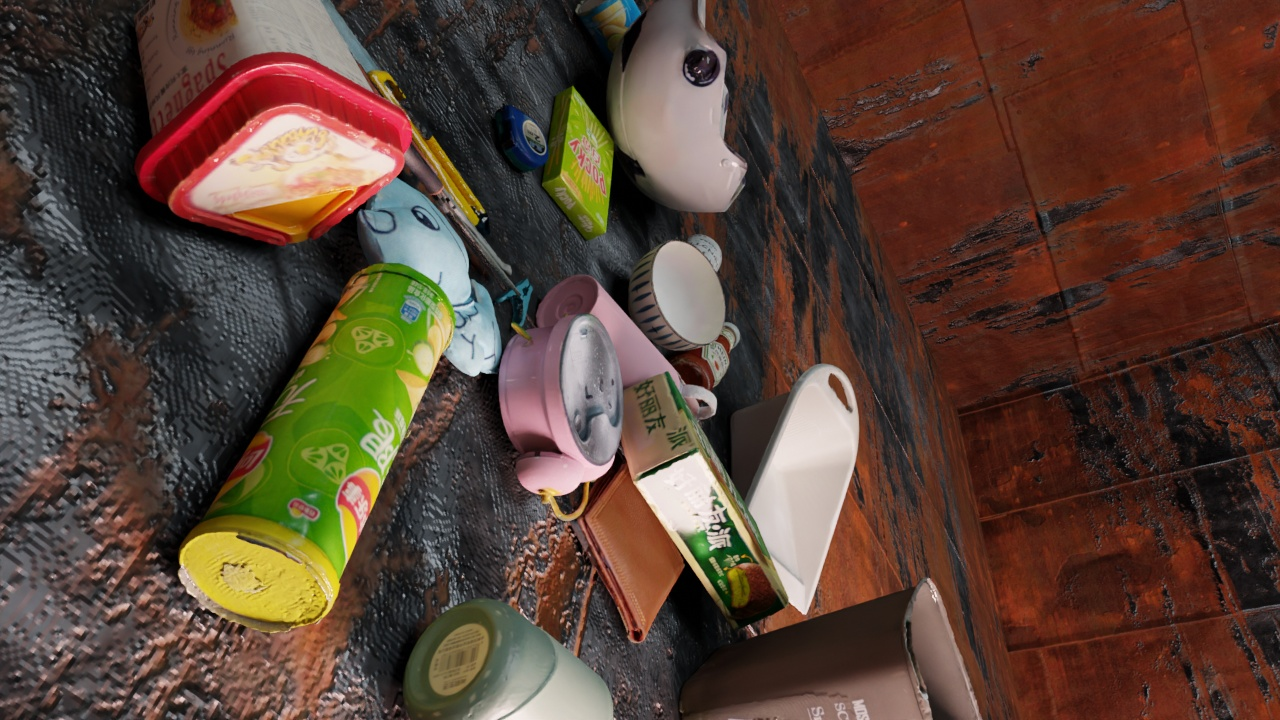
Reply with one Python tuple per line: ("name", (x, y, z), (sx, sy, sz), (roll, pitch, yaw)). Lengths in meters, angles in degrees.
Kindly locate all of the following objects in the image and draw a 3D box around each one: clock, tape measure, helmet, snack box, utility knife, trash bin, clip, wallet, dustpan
("clock", (-0.058, 0.044, 0.704), (0.117, 0.060, 0.158), (-16, 99, -70))
("tape measure", (-0.110, -0.202, 0.848), (0.058, 0.025, 0.054), (18, 58, -57))
("helmet", (0.034, -0.292, 1.064), (0.228, 0.146, 0.259), (-67, 145, -78))
("snack box", (0.056, 0.132, 0.837), (0.240, 0.063, 0.114), (59, 7, -36))
("utility knife", (-0.177, -0.182, 0.697), (0.218, 0.015, 0.033), (56, 24, -28))
("snack box", (-0.063, -0.207, 0.954), (0.086, 0.026, 0.156), (49, 32, -39))
("trash bin", (0.173, 0.322, 0.808), (0.198, 0.220, 0.199), (-6, 77, -67))
("clip", (-0.102, -0.051, 0.759), (0.034, 0.013, 0.054), (58, 26, -28))
("wallet", (-0.011, 0.158, 0.776), (0.124, 0.032, 0.101), (64, 27, -12))
("dustpan", (0.208, 0.141, 1.132), (0.222, 0.143, 0.257), (45, 32, -44))

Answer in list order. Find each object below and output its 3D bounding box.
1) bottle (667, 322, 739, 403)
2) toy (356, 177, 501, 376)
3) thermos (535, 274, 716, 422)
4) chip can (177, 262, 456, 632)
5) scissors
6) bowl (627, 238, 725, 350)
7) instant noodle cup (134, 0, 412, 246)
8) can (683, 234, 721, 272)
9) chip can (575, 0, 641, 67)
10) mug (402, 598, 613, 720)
("bottle", (0.077, -0.004, 1.056), (0.060, 0.060, 0.205), (67, 24, -8))
("toy", (-0.143, -0.061, 0.635), (0.161, 0.050, 0.156), (-13, 80, -79))
("thermos", (-0.005, 0.005, 0.837), (0.198, 0.087, 0.067), (47, 45, -40))
("chip can", (-0.160, 0.032, 0.492), (0.072, 0.073, 0.220), (55, 27, -31))
("scissors", (-0.154, -0.136, 0.663), (0.213, 0.015, 0.197), (54, 0, 8))
("bowl", (0.030, -0.063, 0.974), (0.116, 0.066, 0.116), (19, 62, -41))
("instant noodle cup", (-0.206, -0.145, 0.497), (0.116, 0.116, 0.124), (15, 47, -63))
("can", (0.057, -0.102, 1.092), (0.058, 0.058, 0.146), (63, 24, -17))
("chip can", (0.002, -0.372, 1.168), (0.210, 0.071, 0.071), (54, 28, -34))
("mug", (-0.085, 0.205, 0.526), (0.111, 0.082, 0.106), (-57, 131, -23))
